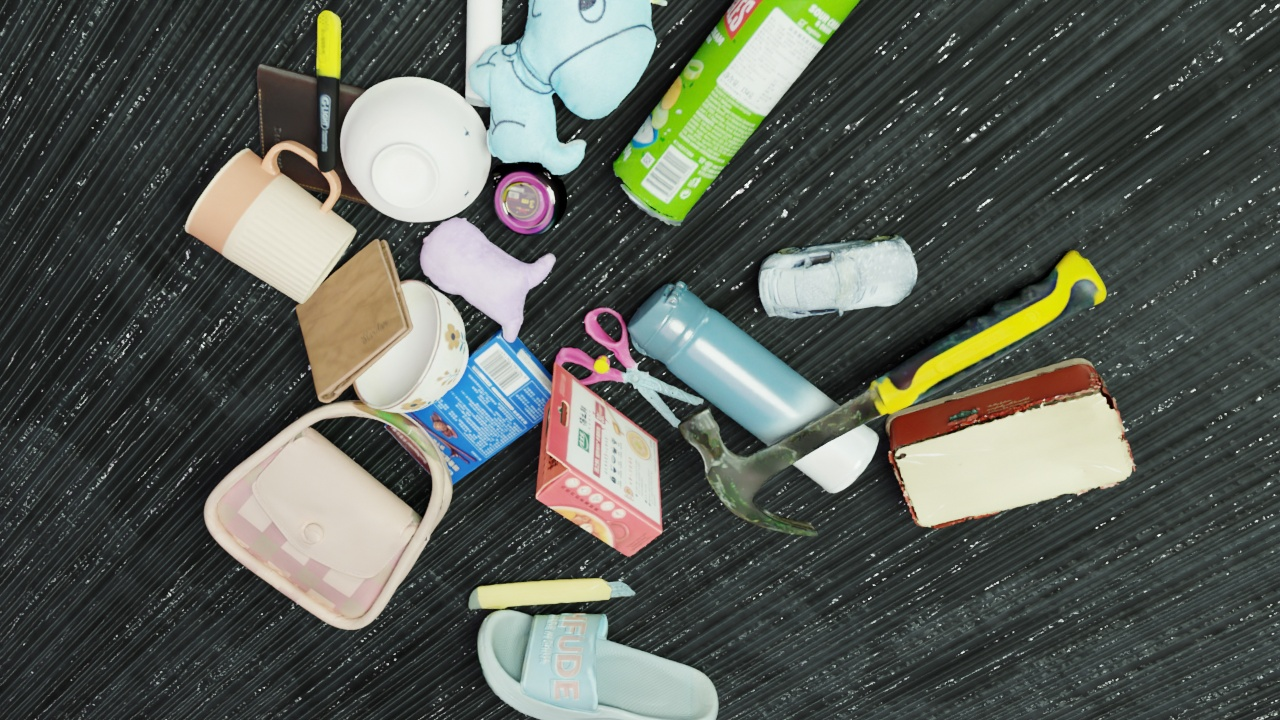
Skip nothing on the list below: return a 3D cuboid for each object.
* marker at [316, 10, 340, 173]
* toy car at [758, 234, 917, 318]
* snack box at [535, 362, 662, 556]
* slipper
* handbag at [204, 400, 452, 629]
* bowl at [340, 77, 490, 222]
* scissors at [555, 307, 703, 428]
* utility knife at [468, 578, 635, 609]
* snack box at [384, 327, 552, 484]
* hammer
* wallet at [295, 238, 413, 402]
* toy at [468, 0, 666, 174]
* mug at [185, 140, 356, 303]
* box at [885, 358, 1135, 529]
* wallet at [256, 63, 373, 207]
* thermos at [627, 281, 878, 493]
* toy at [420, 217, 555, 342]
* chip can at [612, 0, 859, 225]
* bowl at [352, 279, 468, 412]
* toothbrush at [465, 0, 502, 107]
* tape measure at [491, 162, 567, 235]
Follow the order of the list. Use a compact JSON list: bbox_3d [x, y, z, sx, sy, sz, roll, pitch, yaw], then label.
[{"bbox_3d":[-0.246,-0.210,0.719,0.018,0.015,0.124,4,95,10],"label":"marker"},{"bbox_3d":[0.152,-0.063,0.713,0.121,0.036,0.054,-8,112,12],"label":"toy car"},{"bbox_3d":[-0.041,0.082,0.760,0.044,0.113,0.127,-39,118,25],"label":"snack box"},{"bbox_3d":[-0.040,0.297,0.885,0.245,0.103,0.074,16,119,-1],"label":"slipper"},{"bbox_3d":[-0.271,0.126,0.856,0.193,0.093,0.235,41,117,-9],"label":"handbag"},{"bbox_3d":[-0.177,-0.152,0.709,0.118,0.064,0.118,-2,119,-4],"label":"bowl"},{"bbox_3d":[-0.003,0.005,0.790,0.137,0.017,0.096,20,110,-3],"label":"scissors"},{"bbox_3d":[-0.091,0.233,0.911,0.173,0.018,0.031,-4,117,15],"label":"utility knife"},{"bbox_3d":[-0.150,0.045,0.831,0.157,0.026,0.084,-35,104,24],"label":"snack box"},{"bbox_3d":[0.197,0.022,0.693,0.323,0.032,0.126,-30,91,5],"label":"hammer"},{"bbox_3d":[-0.247,-0.035,0.787,0.115,0.020,0.101,-37,60,21],"label":"wallet"},{"bbox_3d":[-0.052,-0.221,0.671,0.156,0.049,0.161,-11,108,8],"label":"toy"},{"bbox_3d":[-0.292,-0.120,0.753,0.106,0.081,0.115,36,105,-15],"label":"mug"},{"bbox_3d":[0.287,0.072,0.721,0.169,0.079,0.091,-19,108,20],"label":"box"},{"bbox_3d":[-0.257,-0.183,0.755,0.122,0.020,0.096,15,117,7],"label":"wallet"},{"bbox_3d":[0.089,0.020,0.750,0.220,0.070,0.070,37,116,-5],"label":"thermos"},{"bbox_3d":[-0.133,-0.077,0.766,0.108,0.039,0.084,32,102,1],"label":"toy"},{"bbox_3d":[0.073,-0.205,0.642,0.072,0.072,0.237,37,116,-6],"label":"chip can"},{"bbox_3d":[-0.188,-0.007,0.786,0.114,0.113,0.062,-37,146,24],"label":"bowl"},{"bbox_3d":[-0.112,-0.299,0.666,0.026,0.026,0.221,20,119,27],"label":"toothbrush"},{"bbox_3d":[-0.087,-0.130,0.731,0.057,0.039,0.058,-5,108,12],"label":"tape measure"}]
